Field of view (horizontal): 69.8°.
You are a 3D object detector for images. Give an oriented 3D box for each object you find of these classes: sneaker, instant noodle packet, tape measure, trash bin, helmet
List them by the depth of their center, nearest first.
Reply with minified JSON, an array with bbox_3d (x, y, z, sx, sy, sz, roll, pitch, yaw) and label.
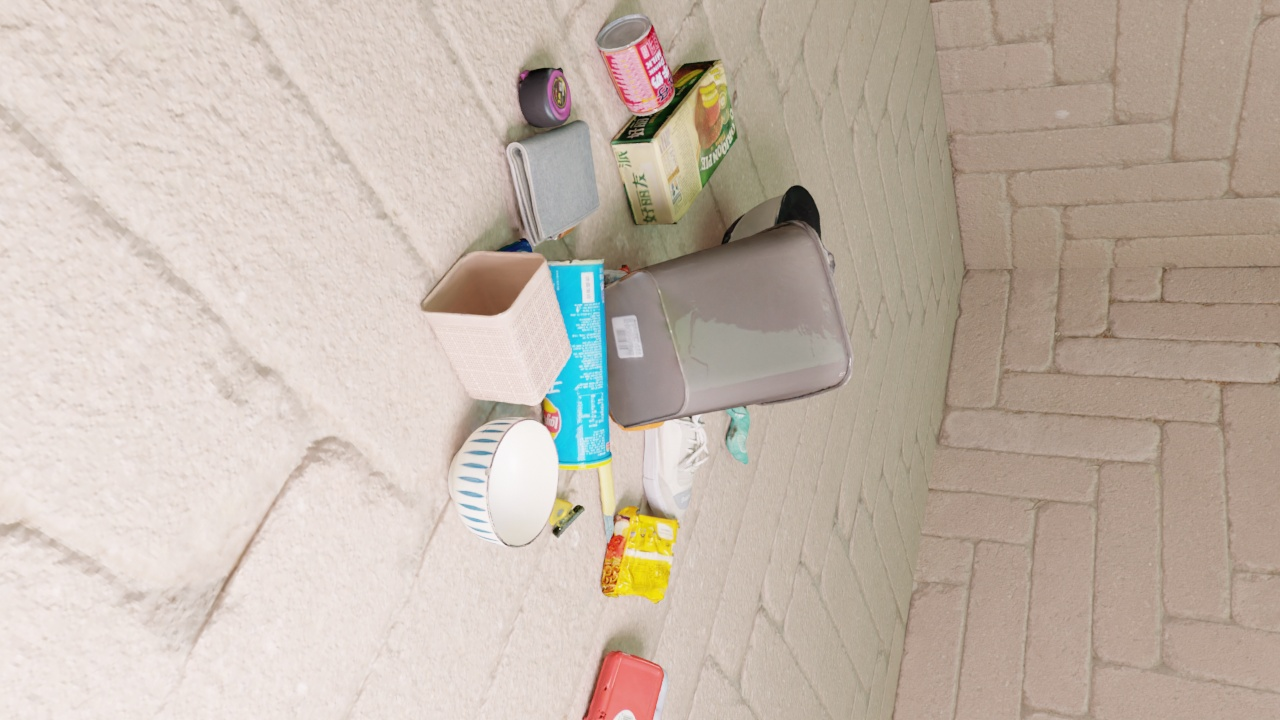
[{"bbox_3d":[-0.123,-0.084,0.874,0.058,0.025,0.054,-37,126,-45],"label":"tape measure"},{"bbox_3d":[-0.095,-0.258,0.900,0.057,0.039,0.057,-48,133,-58],"label":"tape measure"},{"bbox_3d":[0.075,-0.032,0.999,0.219,0.199,0.198,-13,86,-34],"label":"trash bin"},{"bbox_3d":[0.002,0.240,1.125,0.128,0.044,0.110,29,73,-56],"label":"instant noodle packet"},{"bbox_3d":[0.054,0.096,1.163,0.089,0.091,0.242,-35,124,-56],"label":"sneaker"},{"bbox_3d":[0.186,-0.102,1.335,0.229,0.157,0.274,-16,95,-60],"label":"helmet"}]

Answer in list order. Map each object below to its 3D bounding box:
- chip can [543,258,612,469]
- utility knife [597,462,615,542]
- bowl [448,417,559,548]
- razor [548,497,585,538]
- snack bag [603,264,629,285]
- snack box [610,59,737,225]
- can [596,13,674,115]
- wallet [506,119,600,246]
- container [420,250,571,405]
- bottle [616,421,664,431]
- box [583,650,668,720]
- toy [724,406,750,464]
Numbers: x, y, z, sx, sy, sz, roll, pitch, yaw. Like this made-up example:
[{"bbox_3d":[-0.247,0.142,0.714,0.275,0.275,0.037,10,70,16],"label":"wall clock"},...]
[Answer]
[{"bbox_3d":[-0.068,0.002,0.939,0.071,0.071,0.210,-15,105,-62],"label":"chip can"},{"bbox_3d":[-0.041,0.123,1.058,0.030,0.019,0.183,-24,108,-56],"label":"utility knife"},{"bbox_3d":[-0.131,0.108,0.831,0.116,0.066,0.116,-11,102,-63],"label":"bowl"},{"bbox_3d":[-0.099,0.133,0.935,0.043,0.028,0.132,-43,141,-12],"label":"razor"},{"bbox_3d":[-0.038,-0.087,1.038,0.105,0.026,0.045,-10,109,-61],"label":"snack bag"},{"bbox_3d":[0.049,-0.278,1.153,0.239,0.063,0.114,-59,142,-43],"label":"snack box"},{"bbox_3d":[-0.003,-0.333,1.041,0.094,0.067,0.066,61,41,-46],"label":"can"},{"bbox_3d":[-0.086,-0.178,0.925,0.129,0.037,0.107,-44,130,-56],"label":"wallet"},{"bbox_3d":[-0.122,-0.026,0.817,0.089,0.090,0.111,-61,146,-41],"label":"container"},{"bbox_3d":[-0.006,0.006,1.077,0.066,0.067,0.149,-11,94,-62],"label":"bottle"},{"bbox_3d":[-0.037,0.448,1.074,0.094,0.100,0.200,24,66,-17],"label":"box"},{"bbox_3d":[0.149,0.104,1.419,0.096,0.030,0.091,44,48,-46],"label":"toy"}]
